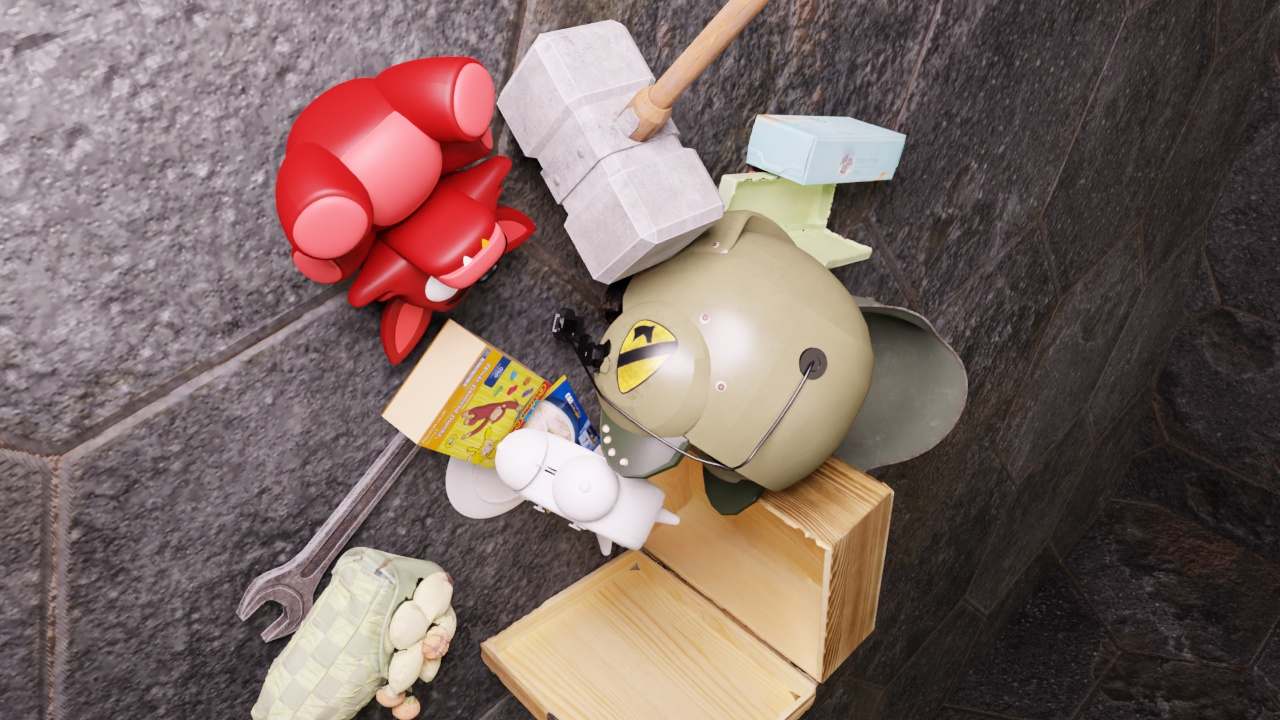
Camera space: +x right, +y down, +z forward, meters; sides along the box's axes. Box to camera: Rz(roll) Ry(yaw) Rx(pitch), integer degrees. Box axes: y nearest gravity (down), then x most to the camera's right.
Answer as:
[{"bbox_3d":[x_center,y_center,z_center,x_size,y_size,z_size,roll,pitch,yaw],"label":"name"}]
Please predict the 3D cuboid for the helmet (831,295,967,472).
[{"bbox_3d":[0.235,0.015,1.057,0.267,0.153,0.227,15,113,-14],"label":"helmet"}]

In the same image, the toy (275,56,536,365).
[{"bbox_3d":[-0.146,-0.095,0.608,0.158,0.120,0.197,-49,151,-16],"label":"toy"}]

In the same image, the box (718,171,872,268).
[{"bbox_3d":[0.160,-0.145,0.928,0.187,0.098,0.082,-18,128,-46],"label":"box"}]

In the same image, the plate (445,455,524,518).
[{"bbox_3d":[-0.120,0.091,0.851,0.134,0.011,0.135,-29,135,-34],"label":"plate"}]

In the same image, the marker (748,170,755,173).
[{"bbox_3d":[0.135,-0.149,0.974,0.012,0.013,0.142,-50,143,-12],"label":"marker"}]

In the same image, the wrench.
[{"bbox_3d":[-0.225,0.111,0.746,0.273,0.010,0.070,-53,144,-8],"label":"wrench"}]

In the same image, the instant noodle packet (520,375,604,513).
[{"bbox_3d":[-0.079,0.081,0.858,0.087,0.026,0.134,-43,141,-14],"label":"instant noodle packet"}]

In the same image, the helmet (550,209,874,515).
[{"bbox_3d":[0.064,-0.006,0.771,0.233,0.256,0.250,-57,144,2],"label":"helmet"}]

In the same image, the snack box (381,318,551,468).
[{"bbox_3d":[-0.135,0.031,0.734,0.088,0.040,0.126,-55,158,-3],"label":"snack box"}]

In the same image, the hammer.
[{"bbox_3d":[0.035,-0.187,0.564,0.082,0.162,0.319,-27,176,-36],"label":"hammer"}]

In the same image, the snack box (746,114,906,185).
[{"bbox_3d":[0.192,-0.216,0.937,0.174,0.075,0.053,-15,125,-43],"label":"snack box"}]

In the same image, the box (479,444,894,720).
[{"bbox_3d":[0.033,0.245,0.920,0.335,0.279,0.287,-37,139,-29],"label":"box"}]

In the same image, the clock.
[{"bbox_3d":[-0.049,0.118,0.783,0.072,0.125,0.161,-64,148,-10],"label":"clock"}]

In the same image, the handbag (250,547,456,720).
[{"bbox_3d":[-0.221,0.242,0.748,0.186,0.117,0.113,-55,158,-5],"label":"handbag"}]
